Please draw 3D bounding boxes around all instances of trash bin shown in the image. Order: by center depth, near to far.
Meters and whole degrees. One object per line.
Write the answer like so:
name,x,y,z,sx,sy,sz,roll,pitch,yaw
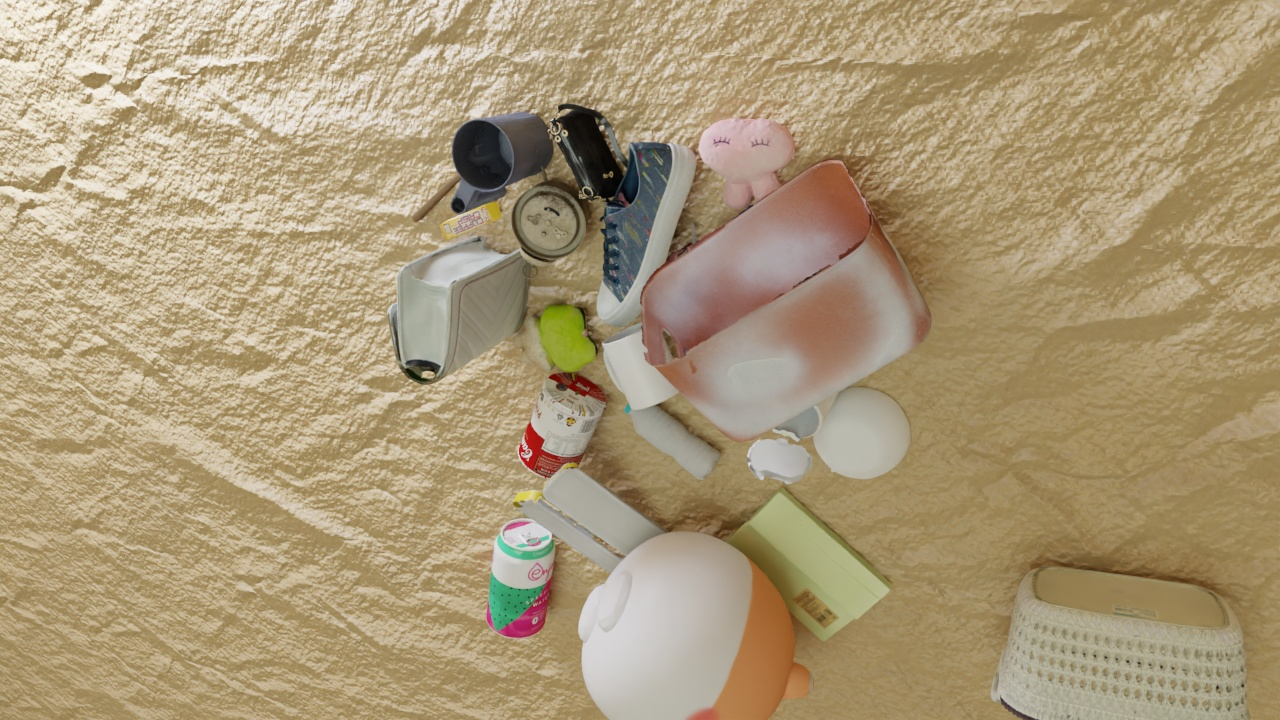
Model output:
trash bin,0.150,-0.056,0.956,0.260,0.181,0.157,-33,121,20

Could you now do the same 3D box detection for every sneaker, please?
sneaker,-0.013,-0.145,1.070,0.079,0.087,0.236,11,118,-24

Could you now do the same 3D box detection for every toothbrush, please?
toothbrush,-0.247,-0.231,1.195,0.167,0.016,0.016,-35,94,30

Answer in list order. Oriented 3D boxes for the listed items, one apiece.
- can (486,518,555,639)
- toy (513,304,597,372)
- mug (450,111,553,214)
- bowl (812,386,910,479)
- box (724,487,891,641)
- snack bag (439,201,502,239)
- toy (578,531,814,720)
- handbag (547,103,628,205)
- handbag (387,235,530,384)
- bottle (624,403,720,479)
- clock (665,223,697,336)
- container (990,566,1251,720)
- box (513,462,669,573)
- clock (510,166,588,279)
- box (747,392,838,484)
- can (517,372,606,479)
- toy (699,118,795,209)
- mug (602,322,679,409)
can,-0.175,0.320,1.339,0.088,0.088,0.166,18,116,17
toy,-0.114,-0.025,1.201,0.118,0.043,0.092,-16,99,30
mug,-0.172,-0.237,1.107,0.084,0.103,0.124,37,120,7
bowl,0.254,0.092,1.076,0.115,0.050,0.115,9,113,21
box,0.208,0.267,1.182,0.187,0.029,0.139,43,119,4
snack bag,-0.224,-0.182,1.202,0.099,0.020,0.026,-15,104,29
toy,0.065,0.359,1.148,0.280,0.265,0.264,29,146,-10
handbag,-0.062,-0.240,1.071,0.054,0.078,0.128,-22,100,29
handbag,-0.223,-0.067,1.146,0.096,0.198,0.142,17,114,15
bottle,0.038,0.098,1.180,0.136,0.044,0.044,37,120,7
clock,0.068,-0.084,1.092,0.096,0.048,0.138,25,118,14
container,0.512,0.316,0.979,0.252,0.184,0.143,3,102,24
box,-0.062,0.222,1.236,0.128,0.045,0.209,-34,119,30
clock,-0.116,-0.162,1.139,0.093,0.054,0.141,25,119,-4
box,0.177,0.056,1.036,0.084,0.165,0.095,23,137,15
can,-0.104,0.087,1.216,0.086,0.086,0.117,30,120,11
toy,0.120,-0.217,1.018,0.108,0.053,0.105,0,125,23
mug,-0.007,0.007,1.156,0.111,0.073,0.090,-10,107,54
